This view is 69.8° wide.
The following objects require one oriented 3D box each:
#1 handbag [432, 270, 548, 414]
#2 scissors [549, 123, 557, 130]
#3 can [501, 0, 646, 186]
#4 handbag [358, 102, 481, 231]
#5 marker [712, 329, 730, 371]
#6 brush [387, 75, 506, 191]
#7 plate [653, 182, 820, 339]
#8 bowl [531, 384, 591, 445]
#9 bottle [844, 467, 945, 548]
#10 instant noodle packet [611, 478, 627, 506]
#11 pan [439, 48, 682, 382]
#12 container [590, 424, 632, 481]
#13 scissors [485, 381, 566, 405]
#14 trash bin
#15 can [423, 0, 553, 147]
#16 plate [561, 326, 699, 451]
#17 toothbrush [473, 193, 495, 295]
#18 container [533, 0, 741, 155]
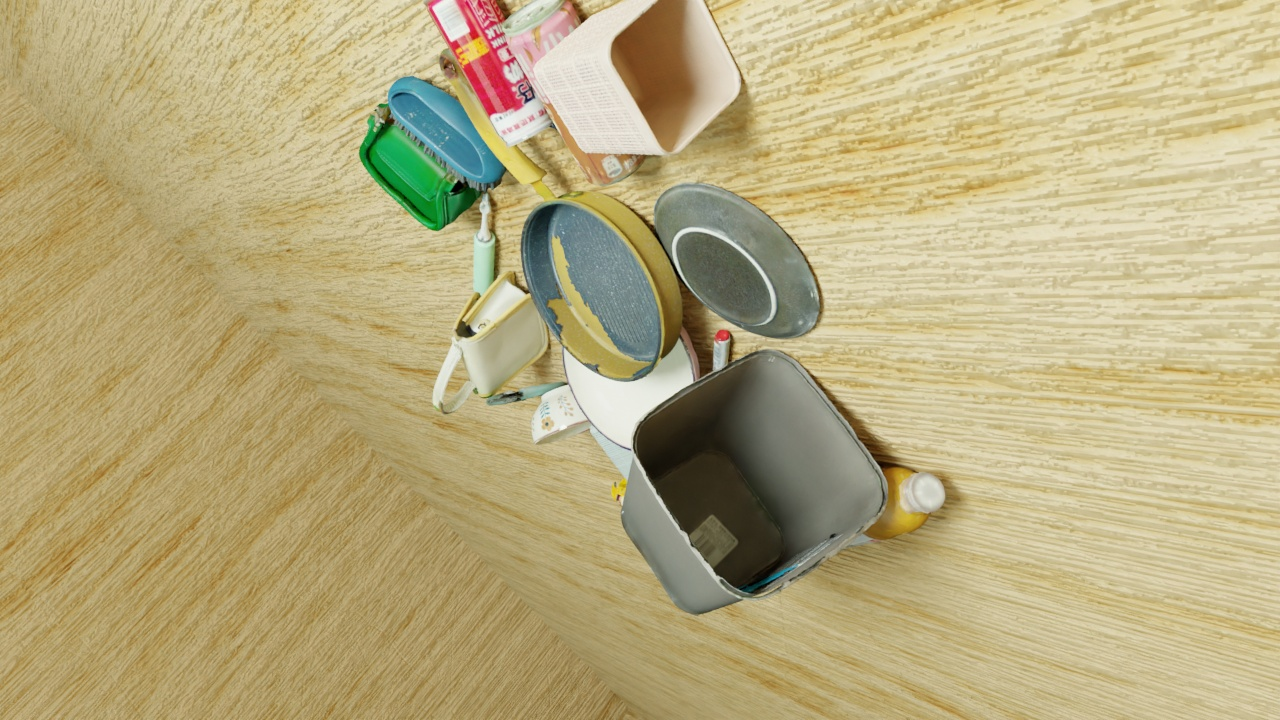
[{"bbox_3d":[-0.203,-0.014,1.164,0.063,0.178,0.164,39,159,18],"label":"handbag"},{"bbox_3d":[-0.101,-0.232,0.836,0.173,0.012,0.133,27,155,31],"label":"scissors"},{"bbox_3d":[-0.050,-0.213,0.733,0.058,0.057,0.147,14,145,47],"label":"can"},{"bbox_3d":[-0.242,-0.213,1.002,0.131,0.067,0.120,42,163,1],"label":"handbag"},{"bbox_3d":[0.084,0.011,0.974,0.017,0.017,0.145,32,155,19],"label":"marker"},{"bbox_3d":[-0.192,-0.233,0.917,0.144,0.055,0.074,41,158,1],"label":"brush"},{"bbox_3d":[0.078,-0.079,0.816,0.179,0.024,0.180,33,155,17],"label":"plate"},{"bbox_3d":[-0.101,0.069,1.262,0.114,0.113,0.062,134,118,-67],"label":"bowl"},{"bbox_3d":[0.234,0.146,0.917,0.068,0.067,0.190,41,156,-1],"label":"bottle"},{"bbox_3d":[0.035,0.163,1.183,0.111,0.128,0.044,30,130,15],"label":"instant noodle packet"},{"bbox_3d":[-0.083,-0.135,0.882,0.198,0.078,0.357,-3,116,51],"label":"pan"},{"bbox_3d":[0.009,0.090,1.114,0.090,0.089,0.111,-25,111,40],"label":"container"},{"bbox_3d":[-0.183,0.052,1.270,0.143,0.179,0.019,-13,89,23],"label":"scissors"},{"bbox_3d":[0.090,0.141,0.911,0.198,0.198,0.220,55,156,16],"label":"trash bin"},{"bbox_3d":[-0.123,-0.249,0.765,0.053,0.053,0.133,3,128,55],"label":"can"},{"bbox_3d":[-0.006,0.006,1.003,0.193,0.038,0.193,18,119,37],"label":"plate"},{"bbox_3d":[-0.192,-0.135,1.123,0.026,0.027,0.225,4,157,-9],"label":"toothbrush"},{"bbox_3d":[-0.007,-0.202,0.655,0.111,0.090,0.090,13,144,53],"label":"container"}]
